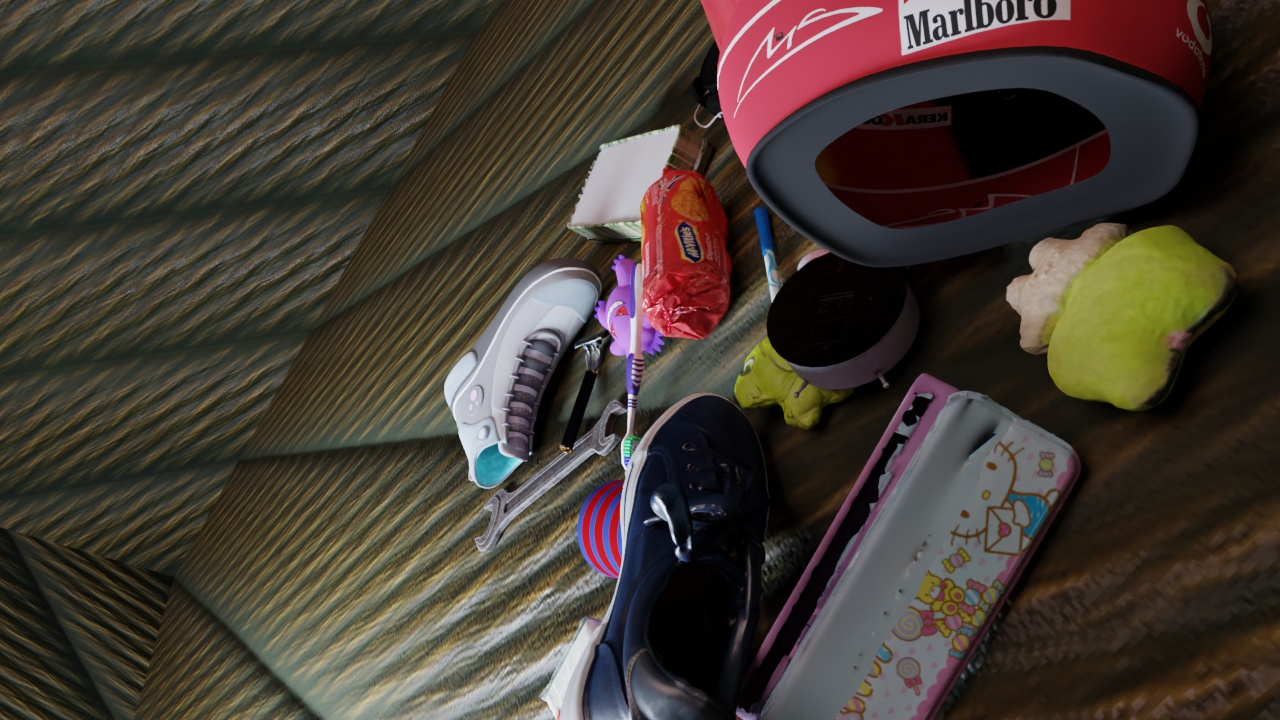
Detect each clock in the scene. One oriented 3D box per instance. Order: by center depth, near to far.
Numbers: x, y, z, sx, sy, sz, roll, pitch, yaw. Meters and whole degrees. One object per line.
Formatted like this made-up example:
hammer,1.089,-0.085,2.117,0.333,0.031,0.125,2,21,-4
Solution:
clock,0.135,-0.036,0.602,0.095,0.035,0.122,-8,50,35
clock,0.093,-0.287,0.921,0.121,0.042,0.091,-54,28,18

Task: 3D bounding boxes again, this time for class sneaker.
sneaker,0.040,0.096,0.534,0.128,0.120,0.293,-51,11,35
sneaker,-0.120,0.019,0.998,0.257,0.093,0.160,-47,39,27

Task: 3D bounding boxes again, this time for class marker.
marker,0.106,-0.078,0.746,0.013,0.013,0.141,-43,33,35

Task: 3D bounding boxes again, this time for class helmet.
helmet,0.172,-0.188,0.524,0.272,0.197,0.224,-11,57,48

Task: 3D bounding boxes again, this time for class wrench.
wrench,-0.097,0.121,0.937,0.274,0.010,0.070,-40,35,38

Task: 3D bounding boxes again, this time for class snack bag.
snack bag,-0.007,0.262,0.619,0.077,0.041,0.225,-62,25,2
snack bag,0.040,-0.095,0.812,0.083,0.082,0.176,-43,34,36

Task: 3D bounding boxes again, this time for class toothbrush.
toothbrush,-0.005,0.005,0.811,0.016,0.015,0.186,-6,80,56

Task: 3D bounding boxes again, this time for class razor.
razor,-0.058,0.032,0.928,0.043,0.022,0.144,-19,45,36

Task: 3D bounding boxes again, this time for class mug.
mug,0.007,0.109,0.683,0.076,0.075,0.111,-10,66,58

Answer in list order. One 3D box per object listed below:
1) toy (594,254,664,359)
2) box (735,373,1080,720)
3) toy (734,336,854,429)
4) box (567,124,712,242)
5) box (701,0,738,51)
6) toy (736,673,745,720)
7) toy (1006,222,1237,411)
toy,-0.004,-0.042,0.864,0.088,0.056,0.106,-104,32,-50
box,0.140,0.120,0.485,0.093,0.089,0.214,31,95,22
toy,0.107,0.010,0.643,0.094,0.036,0.093,-43,34,21
box,-0.006,-0.188,1.008,0.206,0.050,0.117,9,77,63
box,0.115,-0.306,0.771,0.152,0.165,0.157,-59,26,20
toy,0.048,0.196,0.574,0.101,0.041,0.055,-104,32,-44
toy,0.226,-0.028,0.452,0.092,0.043,0.118,-61,24,10
